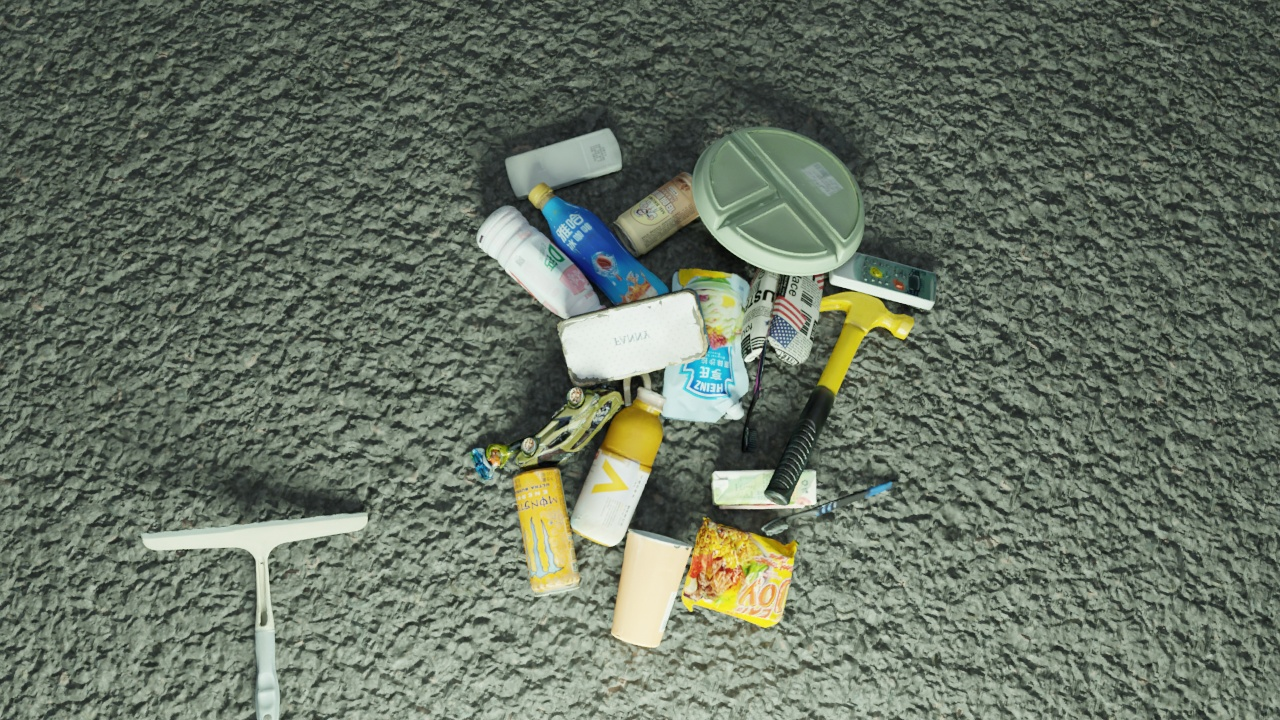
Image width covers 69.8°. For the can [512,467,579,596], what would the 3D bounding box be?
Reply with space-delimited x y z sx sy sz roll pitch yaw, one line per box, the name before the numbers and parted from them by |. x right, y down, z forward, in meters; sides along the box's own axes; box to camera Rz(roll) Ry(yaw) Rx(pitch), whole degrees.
can | -0.112 0.203 1.093 0.058 0.058 0.146 -11 79 -3

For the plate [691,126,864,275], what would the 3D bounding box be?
plate | 0.177 -0.207 1.147 0.230 0.028 0.229 6 60 -11

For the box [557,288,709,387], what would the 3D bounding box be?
box | -0.001 -0.029 1.085 0.184 0.062 0.090 -11 95 4

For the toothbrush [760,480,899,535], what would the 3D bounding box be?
toothbrush | 0.232 0.176 1.105 0.189 0.016 0.014 -15 117 -15

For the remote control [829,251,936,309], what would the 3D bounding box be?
remote control | 0.307 -0.105 1.162 0.135 0.019 0.056 16 51 2

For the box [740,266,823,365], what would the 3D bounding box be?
box | 0.177 -0.067 1.130 0.086 0.076 0.161 19 63 -5

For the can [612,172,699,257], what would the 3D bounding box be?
can | 0.026 -0.186 1.168 0.116 0.058 0.058 -36 81 -7

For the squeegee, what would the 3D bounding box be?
squeegee | -0.443 0.312 1.081 0.246 0.039 0.246 -3 85 -19

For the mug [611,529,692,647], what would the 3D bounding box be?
mug | 0.009 0.267 1.076 0.078 0.078 0.122 14 84 2

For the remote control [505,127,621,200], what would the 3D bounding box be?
remote control | -0.100 -0.257 1.200 0.150 0.021 0.058 -17 80 -3

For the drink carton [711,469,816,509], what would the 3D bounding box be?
drink carton | 0.147 0.156 1.106 0.122 0.053 0.045 -1 79 0

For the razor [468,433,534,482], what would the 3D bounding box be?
razor | -0.140 0.101 1.131 0.142 0.022 0.042 -24 82 -5

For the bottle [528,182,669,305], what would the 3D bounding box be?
bottle | -0.058 -0.140 1.156 0.065 0.065 0.218 -42 81 -8

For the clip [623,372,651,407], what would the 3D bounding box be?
clip | -0.007 0.008 1.141 0.034 0.072 0.100 -6 85 -1

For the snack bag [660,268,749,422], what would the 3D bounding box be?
snack bag | 0.084 -0.017 1.143 0.110 0.039 0.190 9 77 -22

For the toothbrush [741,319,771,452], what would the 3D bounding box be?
toothbrush | 0.151 0.024 1.152 0.018 0.014 0.189 14 79 -8

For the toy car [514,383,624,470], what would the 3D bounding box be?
toy car | -0.085 0.083 1.090 0.158 0.070 0.042 -44 63 19

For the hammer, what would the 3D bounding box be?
hammer | 0.222 0.039 1.109 0.129 0.033 0.300 25 66 11

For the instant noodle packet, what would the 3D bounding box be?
instant noodle packet | 0.120 0.252 1.080 0.128 0.044 0.110 18 83 -17

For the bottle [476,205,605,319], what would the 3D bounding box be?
bottle | -0.116 -0.107 1.148 0.197 0.068 0.068 44 82 6

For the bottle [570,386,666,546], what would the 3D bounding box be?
bottle | -0.021 0.124 1.095 0.068 0.068 0.189 22 86 4
